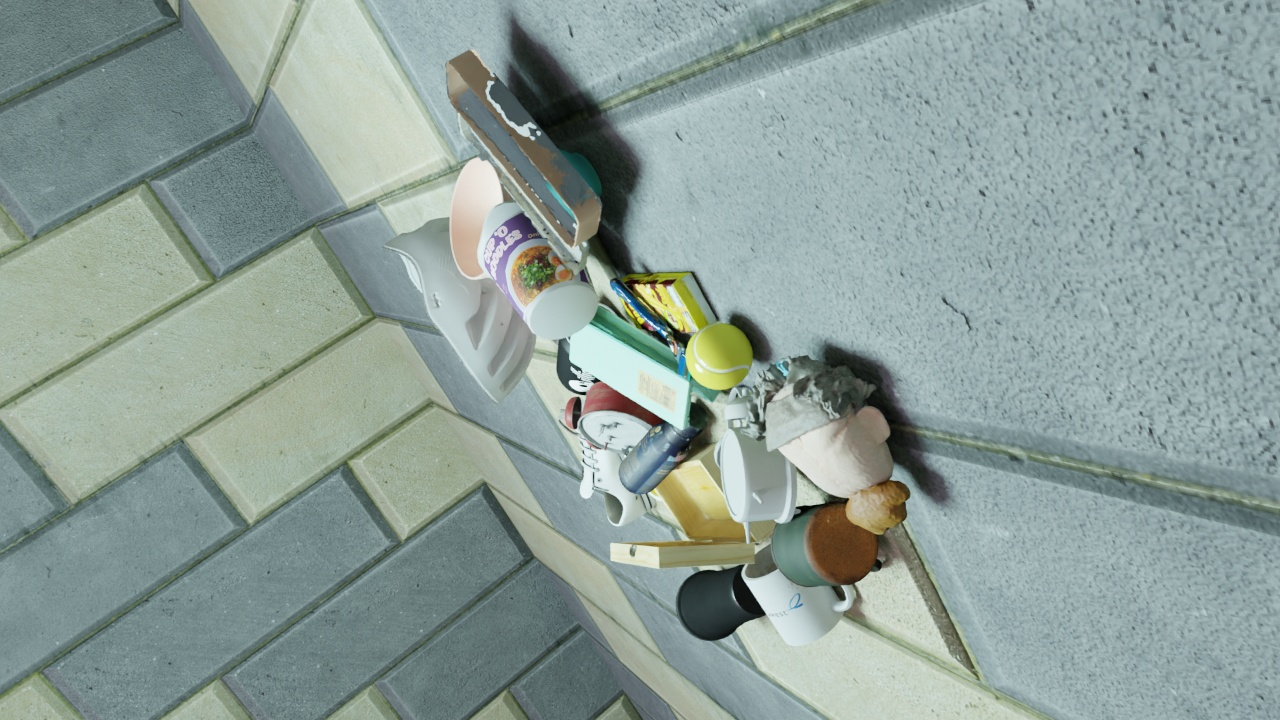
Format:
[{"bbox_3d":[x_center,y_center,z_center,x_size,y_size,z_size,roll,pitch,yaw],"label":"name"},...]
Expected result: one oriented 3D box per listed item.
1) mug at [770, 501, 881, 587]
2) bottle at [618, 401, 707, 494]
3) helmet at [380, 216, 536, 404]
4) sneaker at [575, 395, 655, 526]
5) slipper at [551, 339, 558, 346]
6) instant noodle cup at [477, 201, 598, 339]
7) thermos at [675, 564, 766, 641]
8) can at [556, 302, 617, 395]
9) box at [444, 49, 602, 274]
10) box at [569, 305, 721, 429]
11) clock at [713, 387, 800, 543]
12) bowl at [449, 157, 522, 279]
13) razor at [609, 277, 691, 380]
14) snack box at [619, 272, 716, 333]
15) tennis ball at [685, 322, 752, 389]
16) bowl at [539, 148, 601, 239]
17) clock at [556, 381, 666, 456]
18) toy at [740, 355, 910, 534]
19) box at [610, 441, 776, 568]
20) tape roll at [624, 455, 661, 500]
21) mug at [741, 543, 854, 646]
[{"bbox_3d":[0.200,0.192,0.933,0.111,0.084,0.081,24,162,-9],"label":"mug"},{"bbox_3d":[0.028,0.109,1.141,0.056,0.056,0.161,50,135,12],"label":"bottle"},{"bbox_3d":[-0.246,-0.073,1.307,0.224,0.184,0.282,56,-164,-63],"label":"helmet"},{"bbox_3d":[-0.068,0.172,1.483,0.091,0.097,0.245,26,147,54],"label":"sneaker"},{"bbox_3d":[-0.114,-0.075,1.238,0.107,0.055,0.222,45,160,20],"label":"slipper"},{"bbox_3d":[-0.111,-0.097,1.036,0.121,0.122,0.137,60,-174,36],"label":"instant noodle cup"},{"bbox_3d":[0.128,0.343,1.322,0.106,0.105,0.219,51,156,8],"label":"thermos"},{"bbox_3d":[-0.067,-0.013,1.192,0.080,0.080,0.146,50,161,13],"label":"can"},{"bbox_3d":[-0.122,-0.196,0.937,0.216,0.043,0.151,50,157,10],"label":"box"},{"bbox_3d":[-0.010,0.009,1.039,0.189,0.080,0.077,32,172,33],"label":"box"},{"bbox_3d":[0.118,0.099,0.951,0.120,0.061,0.159,97,166,-49],"label":"clock"},{"bbox_3d":[-0.173,-0.173,1.139,0.153,0.076,0.153,2,92,54],"label":"bowl"},{"bbox_3d":[0.013,-0.041,0.970,0.141,0.018,0.044,49,159,23],"label":"razor"},{"bbox_3d":[0.023,-0.062,0.981,0.061,0.025,0.149,60,160,-17],"label":"snack box"},{"bbox_3d":[0.077,-0.004,0.893,0.065,0.065,0.065,46,160,22],"label":"tennis ball"},{"bbox_3d":[-0.075,-0.185,0.971,0.121,0.046,0.121,46,159,22],"label":"bowl"},{"bbox_3d":[-0.042,0.084,1.209,0.157,0.061,0.110,-11,140,33],"label":"clock"},{"bbox_3d":[0.170,0.070,0.790,0.176,0.076,0.133,56,146,-1],"label":"toy"},{"bbox_3d":[0.067,0.211,1.199,0.141,0.184,0.249,34,164,-7],"label":"box"},{"bbox_3d":[0.012,0.174,1.419,0.094,0.019,0.094,45,159,23],"label":"tape roll"},{"bbox_3d":[0.194,0.268,1.081,0.120,0.082,0.096,-26,100,42],"label":"mug"}]
